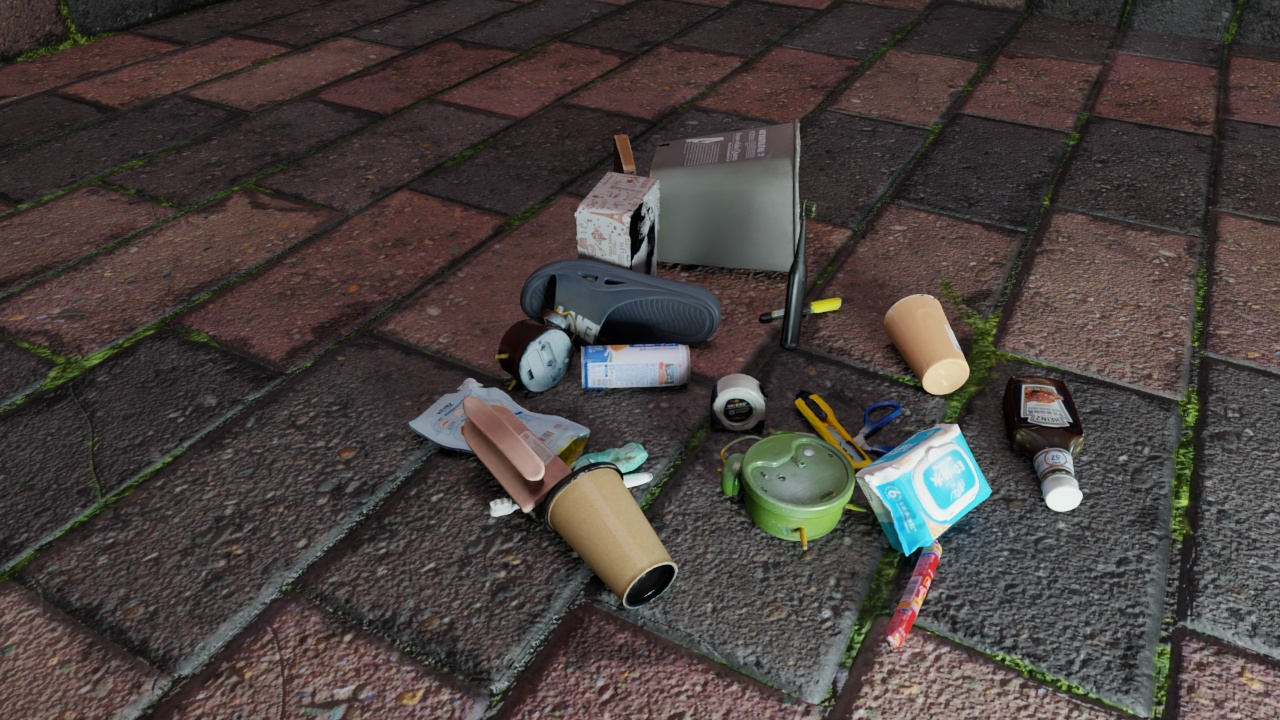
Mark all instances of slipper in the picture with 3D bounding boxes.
[{"bbox_3d":[-0.030,-0.061,1.191,0.268,0.111,0.083,8,39,5],"label":"slipper"}]

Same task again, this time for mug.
[{"bbox_3d":[0.367,-0.018,1.166,0.078,0.078,0.122,-4,41,-7],"label":"mug"}]

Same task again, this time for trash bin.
[{"bbox_3d":[0.134,-0.246,1.388,0.220,0.199,0.198,1,35,10],"label":"trash bin"}]

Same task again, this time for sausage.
[{"bbox_3d":[0.263,0.219,0.874,0.020,0.020,0.155,19,40,24],"label":"sausage"}]

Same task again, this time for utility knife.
[{"bbox_3d":[0.221,0.079,1.058,0.033,0.015,0.154,-18,38,-14],"label":"utility knife"}]

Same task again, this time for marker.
[{"bbox_3d":[0.224,-0.069,1.285,0.124,0.015,0.018,-12,37,-12],"label":"marker"}]

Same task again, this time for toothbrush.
[{"bbox_3d":[0.201,-0.108,1.165,0.027,0.213,0.026,30,44,33],"label":"toothbrush"},{"bbox_3d":[-0.073,0.140,0.984,0.180,0.016,0.016,-10,41,-15],"label":"toothbrush"}]

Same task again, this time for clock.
[{"bbox_3d":[-0.122,-0.015,1.141,0.121,0.082,0.055,-40,46,-25],"label":"clock"},{"bbox_3d":[0.152,0.126,0.973,0.116,0.056,0.161,-22,41,-29],"label":"clock"}]

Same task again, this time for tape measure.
[{"bbox_3d":[0.114,0.050,1.070,0.066,0.066,0.033,3,34,3],"label":"tape measure"}]

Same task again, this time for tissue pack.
[{"bbox_3d":[0.290,0.128,0.935,0.139,0.063,0.090,-25,86,-33],"label":"tissue pack"}]

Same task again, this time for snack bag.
[{"bbox_3d":[-0.161,0.079,1.049,0.191,0.039,0.110,20,50,25],"label":"snack bag"}]

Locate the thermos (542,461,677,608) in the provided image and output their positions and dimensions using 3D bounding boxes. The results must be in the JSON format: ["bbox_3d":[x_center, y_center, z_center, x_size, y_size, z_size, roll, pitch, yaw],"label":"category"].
[{"bbox_3d":[-0.030,0.168,0.892,0.092,0.093,0.143,-21,50,-27],"label":"thermos"}]

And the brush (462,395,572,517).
[{"bbox_3d":[-0.137,0.092,0.958,0.063,0.073,0.145,-38,55,-15],"label":"brush"}]

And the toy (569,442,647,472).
[{"bbox_3d":[-0.036,0.113,0.999,0.092,0.030,0.096,-15,8,-9],"label":"toy"}]

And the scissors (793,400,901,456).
[{"bbox_3d":[0.263,0.093,1.059,0.176,0.012,0.161,15,39,21],"label":"scissors"}]

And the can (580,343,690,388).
[{"bbox_3d":[-0.007,0.007,1.140,0.134,0.053,0.053,-2,36,-3],"label":"can"}]

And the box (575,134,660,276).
[{"bbox_3d":[-0.023,-0.192,1.312,0.106,0.178,0.271,4,36,4],"label":"box"}]

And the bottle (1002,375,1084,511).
[{"bbox_3d":[0.460,0.090,1.039,0.080,0.044,0.194,6,37,9],"label":"bottle"}]
